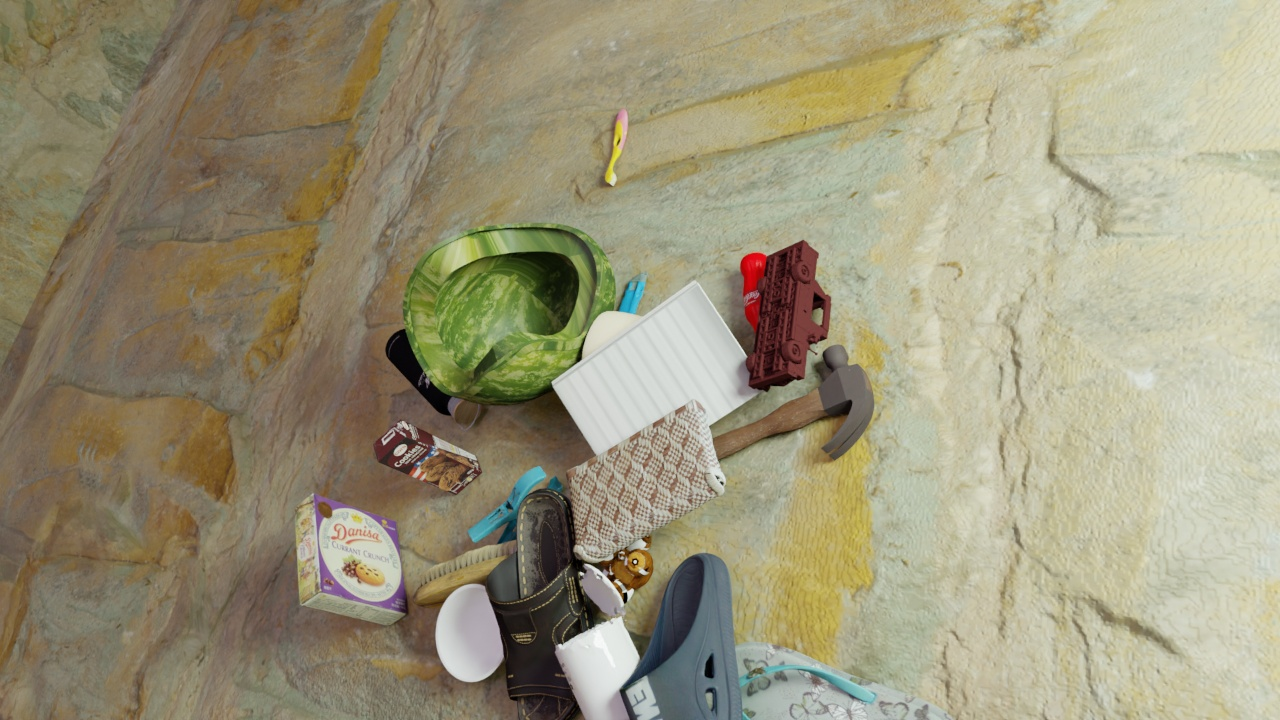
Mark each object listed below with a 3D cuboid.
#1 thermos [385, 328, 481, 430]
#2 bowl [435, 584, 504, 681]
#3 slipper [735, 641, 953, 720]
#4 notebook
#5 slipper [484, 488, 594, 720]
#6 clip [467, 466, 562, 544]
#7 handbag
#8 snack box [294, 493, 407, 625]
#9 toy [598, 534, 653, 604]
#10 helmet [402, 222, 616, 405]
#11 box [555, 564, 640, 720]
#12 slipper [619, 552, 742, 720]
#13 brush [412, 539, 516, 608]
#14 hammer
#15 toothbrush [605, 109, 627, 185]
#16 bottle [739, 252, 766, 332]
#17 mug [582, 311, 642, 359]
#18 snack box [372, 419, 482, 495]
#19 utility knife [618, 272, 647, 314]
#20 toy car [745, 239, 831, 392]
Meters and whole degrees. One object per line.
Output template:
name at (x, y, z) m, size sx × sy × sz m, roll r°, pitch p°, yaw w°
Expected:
thermos at (-0.291, 0.029, 1.317) m, size 0.231 × 0.061 × 0.061 m, roll 36°, pitch 90°, yaw 43°
bowl at (-0.188, 0.323, 1.091) m, size 0.110 × 0.040 × 0.109 m, roll -8°, pitch 73°, yaw 29°
slipper at (0.153, 0.315, 0.840) m, size 0.269 × 0.054 × 0.098 m, roll 0°, pitch 64°, yaw 35°
notebook at (0.017, 0.028, 1.035) m, size 0.210 × 0.009 × 0.142 m, roll -35°, pitch 84°, yaw 17°
slipper at (-0.113, 0.276, 1.015) m, size 0.113 × 0.075 × 0.267 m, roll -8°, pitch 77°, yaw 30°
clip at (-0.142, 0.192, 1.141) m, size 0.127 × 0.113 × 0.028 m, roll -53°, pitch 47°, yaw 9°
handbag at (0.003, 0.133, 0.991) m, size 0.186 × 0.047 × 0.124 m, roll -31°, pitch 40°, yaw 17°
snack box at (-0.379, 0.262, 1.201) m, size 0.041 × 0.143 × 0.147 m, roll -35°, pitch 51°, yaw 18°
toy at (-0.029, 0.211, 1.023) m, size 0.112 × 0.067 × 0.087 m, roll 44°, pitch 110°, yaw 30°
helmet at (-0.155, -0.058, 1.148) m, size 0.213 × 0.246 × 0.244 m, roll 54°, pitch 142°, yaw 12°
box at (-0.043, 0.295, 0.947) m, size 0.092 × 0.083 × 0.166 m, roll -26°, pitch 79°, yaw -19°
slipper at (0.035, 0.297, 0.875) m, size 0.111 × 0.083 × 0.267 m, roll -42°, pitch 30°, yaw 40°
brush at (-0.199, 0.263, 1.124) m, size 0.196 × 0.059 × 0.043 m, roll -23°, pitch 45°, yaw 22°
hammer at (0.103, 0.091, 1.012) m, size 0.324 × 0.033 × 0.115 m, roll -26°, pitch 49°, yaw 24°
toothbrush at (-0.034, -0.313, 1.343) m, size 0.021 × 0.016 × 0.135 m, roll -10°, pitch 59°, yaw 35°
bottle at (0.138, -0.069, 1.067) m, size 0.036 × 0.036 × 0.118 m, roll -19°, pitch 57°, yaw 28°
mug at (-0.006, 0.006, 1.094) m, size 0.100 × 0.096 × 0.120 m, roll 13°, pitch 74°, yaw 29°
snack box at (-0.276, 0.128, 1.197) m, size 0.051 × 0.141 × 0.031 m, roll -40°, pitch 49°, yaw 12°
utility knife at (-0.028, -0.023, 1.182) m, size 0.031 × 0.015 × 0.205 m, roll 0°, pitch 68°, yaw 41°
toy car at (0.164, -0.043, 1.003) m, size 0.070 × 0.062 × 0.169 m, roll -22°, pitch 47°, yaw 46°
